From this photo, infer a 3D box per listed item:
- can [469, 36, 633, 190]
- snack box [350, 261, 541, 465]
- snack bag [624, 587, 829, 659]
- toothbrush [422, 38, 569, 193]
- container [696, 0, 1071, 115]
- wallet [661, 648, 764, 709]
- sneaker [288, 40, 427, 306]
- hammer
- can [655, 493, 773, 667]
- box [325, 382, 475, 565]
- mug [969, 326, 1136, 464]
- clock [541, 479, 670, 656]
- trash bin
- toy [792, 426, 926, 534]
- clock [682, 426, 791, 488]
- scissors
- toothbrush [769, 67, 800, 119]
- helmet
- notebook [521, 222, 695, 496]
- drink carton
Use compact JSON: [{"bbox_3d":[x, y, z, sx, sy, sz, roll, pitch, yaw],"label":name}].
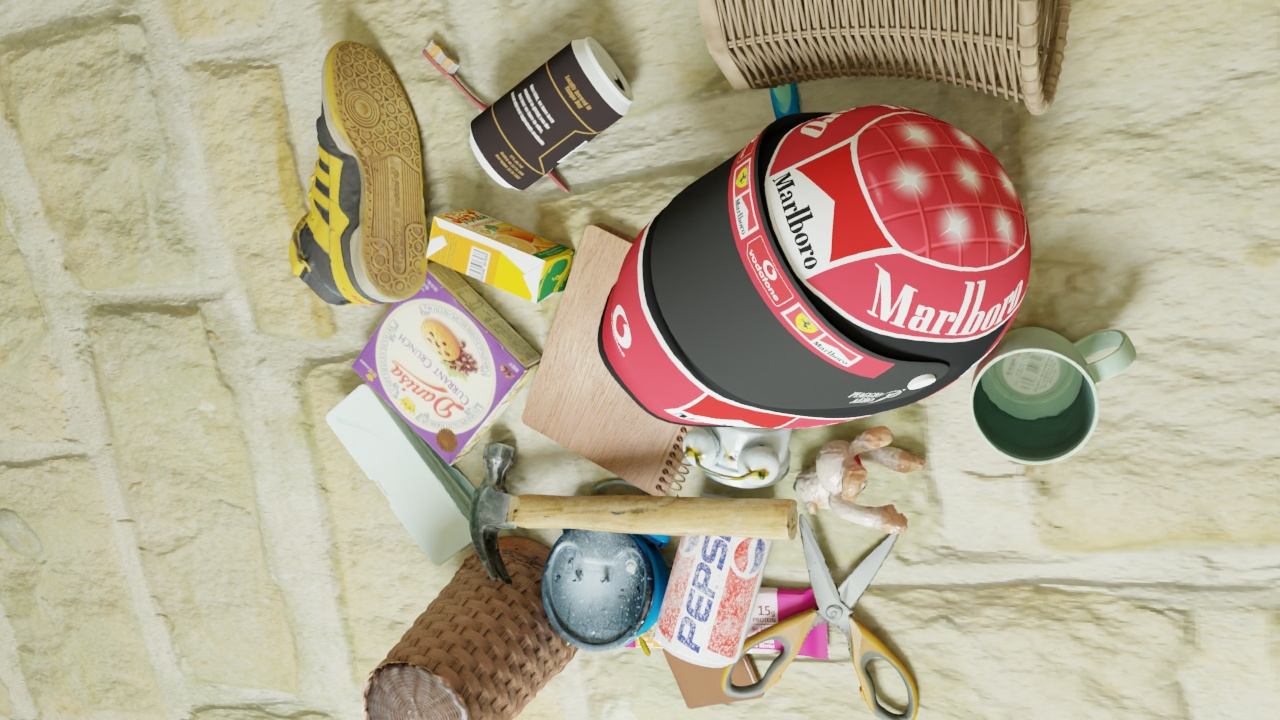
[{"bbox_3d":[-0.075,-0.202,0.759,0.129,0.071,0.072,-32,92,20],"label":"can"},{"bbox_3d":[-0.190,0.003,0.895,0.143,0.040,0.148,44,117,5],"label":"snack box"},{"bbox_3d":[0.075,0.242,0.860,0.197,0.016,0.070,-2,98,17],"label":"snack bag"},{"bbox_3d":[-0.126,-0.216,0.817,0.184,0.015,0.016,46,114,3],"label":"toothbrush"},{"bbox_3d":[0.159,-0.269,0.575,0.196,0.226,0.227,6,108,28],"label":"container"},{"bbox_3d":[0.060,0.280,0.892,0.088,0.013,0.121,-20,96,26],"label":"wallet"},{"bbox_3d":[-0.271,-0.163,0.856,0.122,0.085,0.238,-12,85,42],"label":"sneaker"},{"bbox_3d":[-0.020,0.137,0.811,0.331,0.033,0.132,-4,67,32],"label":"hammer"},{"bbox_3d":[0.066,0.193,0.811,0.078,0.078,0.136,16,92,17],"label":"can"},{"bbox_3d":[-0.238,0.113,0.945,0.199,0.070,0.085,51,136,3],"label":"box"},{"bbox_3d":[0.297,0.011,0.660,0.111,0.103,0.084,-29,93,28],"label":"mug"},{"bbox_3d":[-0.027,0.191,0.857,0.117,0.060,0.161,1,78,28],"label":"clock"},{"bbox_3d":[-0.159,0.281,0.875,0.151,0.209,0.151,7,108,21],"label":"trash bin"},{"bbox_3d":[0.171,0.106,0.761,0.074,0.085,0.106,38,143,-25],"label":"toy"},{"bbox_3d":[0.082,0.071,0.762,0.083,0.117,0.057,15,118,18],"label":"clock"},{"bbox_3d":[0.177,0.246,0.819,0.226,0.016,0.225,38,105,-2],"label":"scissors"},{"bbox_3d":[0.105,-0.238,0.714,0.022,0.017,0.135,-9,105,24],"label":"toothbrush"},{"bbox_3d":[0.132,-0.062,0.617,0.225,0.270,0.197,-44,57,56],"label":"helmet"},{"bbox_3d":[-0.005,0.005,0.831,0.169,0.022,0.211,28,115,14],"label":"notebook"},{"bbox_3d":[-0.129,-0.097,0.829,0.122,0.058,0.041,22,113,15],"label":"drink carton"}]
